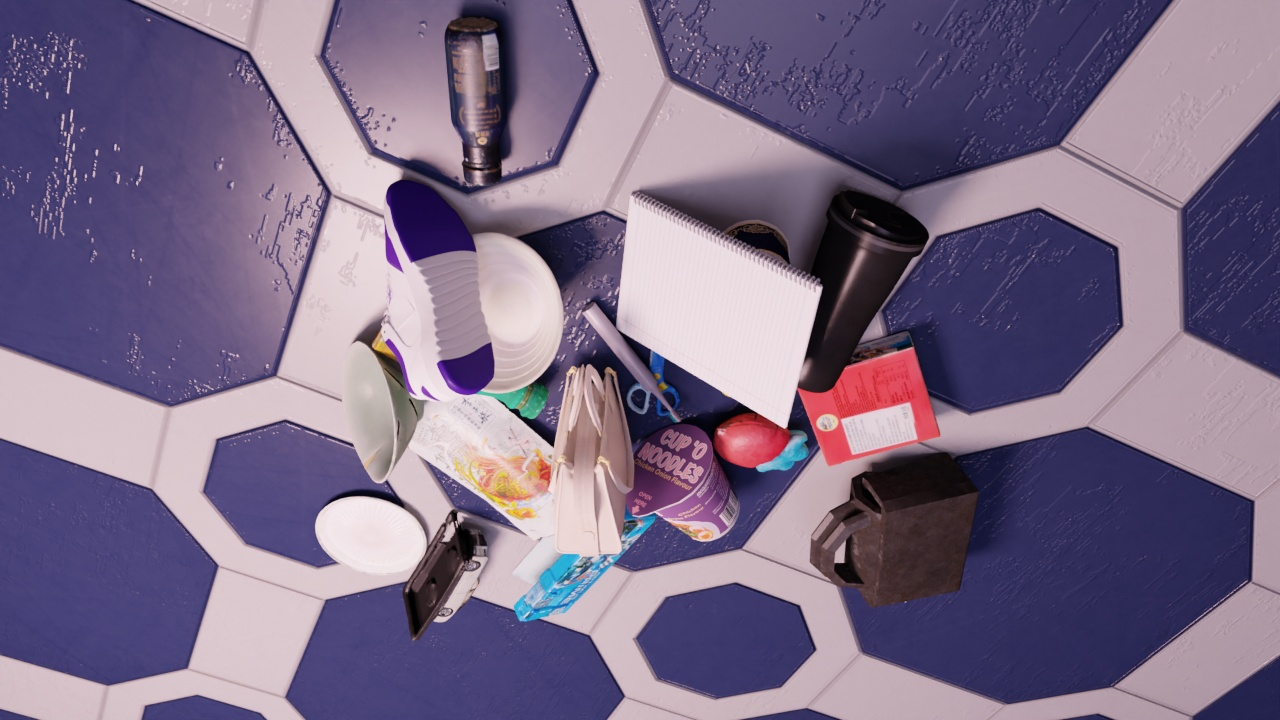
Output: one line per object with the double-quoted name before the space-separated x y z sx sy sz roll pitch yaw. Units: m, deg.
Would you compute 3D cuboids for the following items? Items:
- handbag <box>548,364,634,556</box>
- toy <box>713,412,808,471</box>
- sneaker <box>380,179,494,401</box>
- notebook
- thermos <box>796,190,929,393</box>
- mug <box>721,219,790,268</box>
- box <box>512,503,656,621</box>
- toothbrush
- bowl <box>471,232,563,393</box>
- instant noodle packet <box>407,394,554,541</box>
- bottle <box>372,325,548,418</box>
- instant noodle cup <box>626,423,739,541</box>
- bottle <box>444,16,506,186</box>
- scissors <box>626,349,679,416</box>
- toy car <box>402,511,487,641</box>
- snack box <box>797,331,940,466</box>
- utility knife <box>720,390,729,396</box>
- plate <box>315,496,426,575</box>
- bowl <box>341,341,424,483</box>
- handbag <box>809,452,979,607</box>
"handbag" -0.060 0.094 1.068 0.101 0.194 0.198 0 128 2
"toy" 0.154 0.104 1.151 0.132 0.062 0.092 21 147 -33
"sneaker" -0.235 -0.066 0.989 0.091 0.244 0.111 -5 165 -46
"notebook" 0.072 -0.057 0.977 0.246 0.013 0.178 31 132 30
"thermos" 0.219 -0.070 0.993 0.106 0.105 0.219 14 124 -8
"mug" 0.110 -0.092 0.993 0.112 0.089 0.086 -6 124 7
"box" -0.089 0.261 1.280 0.091 0.085 0.244 3 136 -47
"toothbrush" -0.007 0.006 1.099 0.019 0.018 0.188 -24 115 33
"bowl" -0.154 -0.055 1.030 0.177 0.057 0.177 4 100 21
"instant noodle packet" -0.195 0.125 1.186 0.269 0.057 0.147 40 115 -17
"bottle" -0.209 0.005 1.090 0.209 0.068 0.068 29 121 -17
"instant noodle cup" 0.060 0.171 1.167 0.136 0.122 0.122 -53 131 -16
"bottle" -0.162 -0.254 0.912 0.056 0.056 0.161 3 125 0
"scissors" 0.024 0.017 1.122 0.070 0.022 0.131 10 121 -2
"toy car" -0.270 0.309 1.309 0.071 0.094 0.192 9 128 -35
"snack box" 0.275 0.050 1.115 0.145 0.040 0.143 -17 122 15
"utility knife" 0.087 -0.022 1.057 0.029 0.020 0.188 28 153 36
"plate" -0.381 0.247 1.300 0.157 0.014 0.157 1 125 2
"bowl" -0.301 0.058 1.111 0.067 0.174 0.175 -12 133 -35
"handbag" 0.316 0.230 1.201 0.199 0.102 0.198 -10 125 -10
